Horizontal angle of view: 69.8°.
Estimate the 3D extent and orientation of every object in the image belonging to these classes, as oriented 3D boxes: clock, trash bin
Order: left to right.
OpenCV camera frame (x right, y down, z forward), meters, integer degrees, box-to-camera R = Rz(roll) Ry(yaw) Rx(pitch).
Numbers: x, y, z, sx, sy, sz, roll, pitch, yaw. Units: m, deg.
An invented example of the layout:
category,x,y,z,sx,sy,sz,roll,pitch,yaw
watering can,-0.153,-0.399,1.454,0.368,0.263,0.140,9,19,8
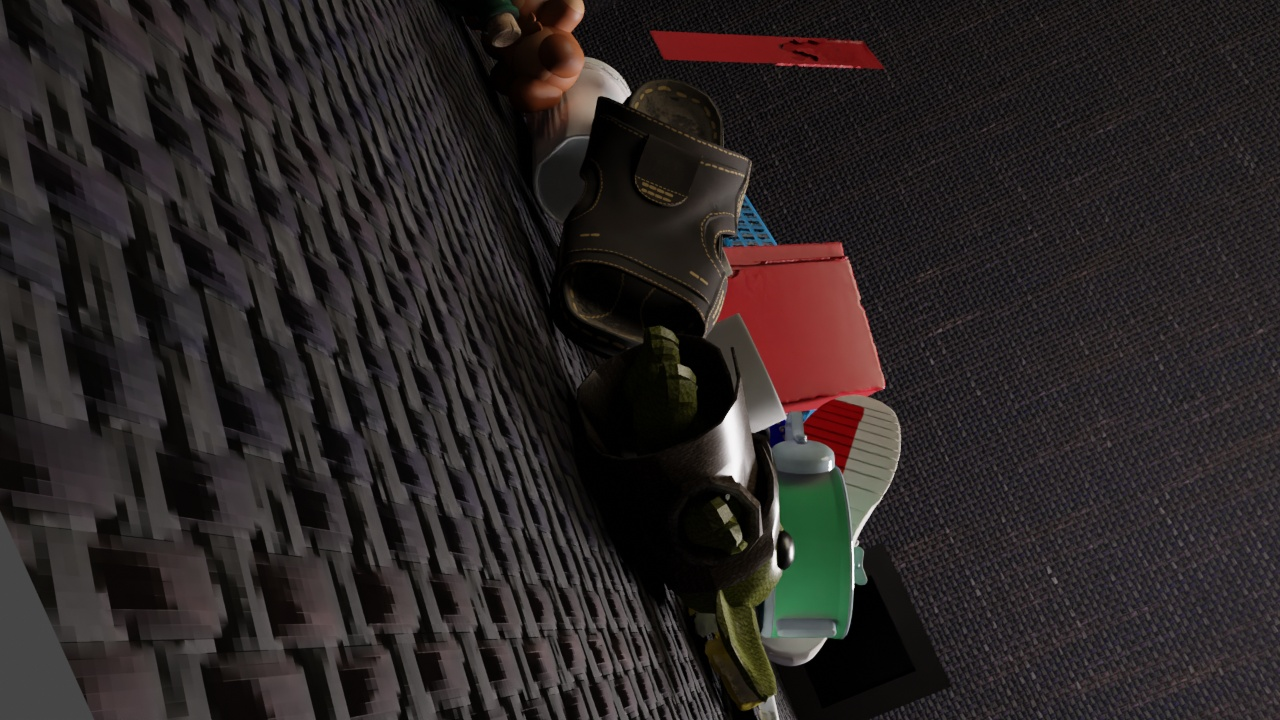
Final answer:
category,x,y,z,sx,sy,sz,roll,pitch,yaw
clock,0.118,0.117,0.664,0.122,0.075,0.161,81,9,-73
trash bin,0.211,0.285,0.942,0.172,0.140,0.139,50,16,-71

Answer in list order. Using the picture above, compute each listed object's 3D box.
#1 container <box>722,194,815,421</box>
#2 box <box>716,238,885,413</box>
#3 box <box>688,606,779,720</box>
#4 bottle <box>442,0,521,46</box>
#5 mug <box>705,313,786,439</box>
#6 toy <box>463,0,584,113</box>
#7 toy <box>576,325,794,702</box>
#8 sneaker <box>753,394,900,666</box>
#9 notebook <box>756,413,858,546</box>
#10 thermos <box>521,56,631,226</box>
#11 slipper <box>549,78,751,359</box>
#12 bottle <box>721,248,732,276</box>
category,x,y,z,sx,sy,sz,roll,pitch,yaw
container,0.128,-0.038,1.148,0.258,0.089,0.362,108,-38,-53
box,0.103,-0.021,0.826,0.153,0.214,0.165,-133,-136,-55
box,0.060,0.172,0.585,0.209,0.036,0.129,-91,159,-79
bottle,-0.116,-0.276,0.622,0.061,0.061,0.131,8,58,-81
mug,0.045,0.036,0.633,0.078,0.097,0.112,-105,169,-60
toy,-0.091,-0.247,0.674,0.127,0.095,0.065,55,28,9
toy,0.028,0.058,0.448,0.179,0.078,0.153,-111,178,-59
sneaker,0.153,0.146,0.783,0.104,0.090,0.236,77,32,-59
notebook,0.118,0.107,0.925,0.172,0.022,0.209,-26,-92,56
thermos,-0.049,-0.181,0.738,0.220,0.099,0.099,-97,162,-60
slipper,0.013,-0.104,0.561,0.076,0.113,0.267,119,-12,-47
bottle,0.006,-0.064,0.650,0.056,0.105,0.056,-24,89,-85
